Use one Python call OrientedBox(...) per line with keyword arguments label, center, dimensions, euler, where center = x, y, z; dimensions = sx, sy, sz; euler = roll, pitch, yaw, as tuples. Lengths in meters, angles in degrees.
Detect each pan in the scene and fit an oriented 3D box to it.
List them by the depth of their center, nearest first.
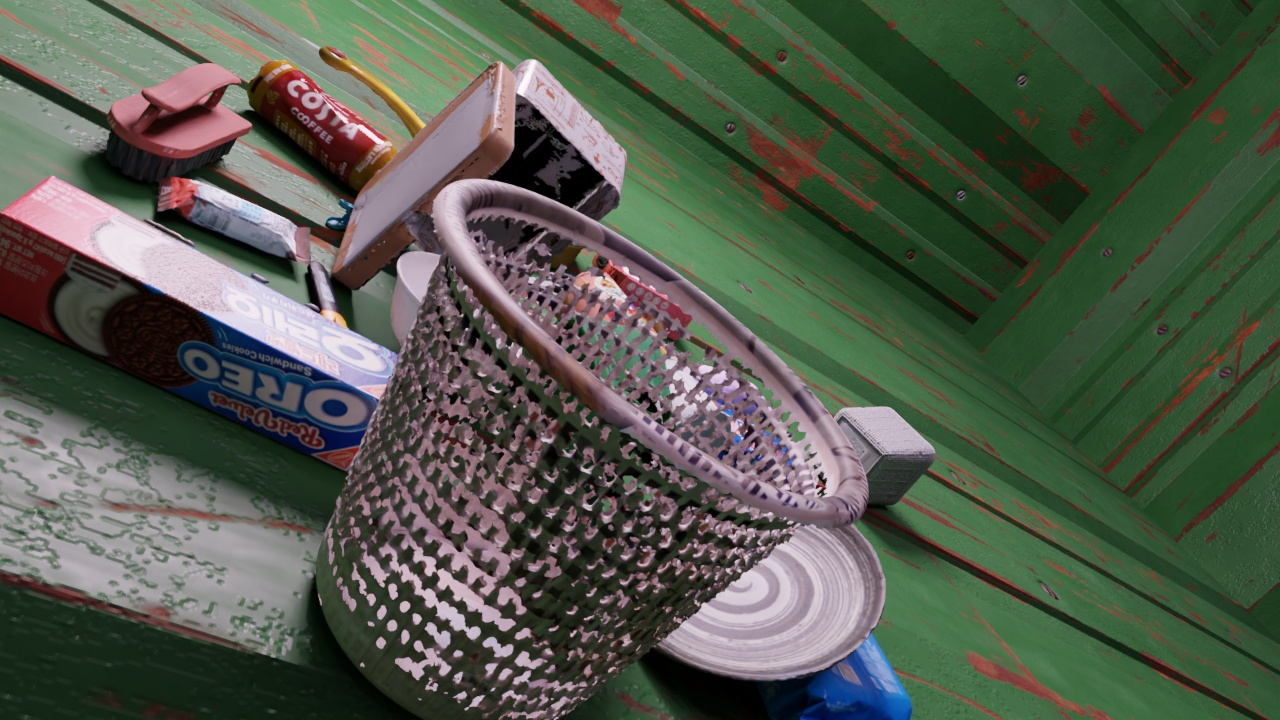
OrientedBox(label="pan", center=(-0.199, -0.220, 1.010), dimensions=(0.357, 0.078, 0.197), euler=(24, 22, -34))

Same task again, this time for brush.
OrientedBox(label="brush", center=(-0.336, -0.178, 0.669), dimensions=(0.063, 0.069, 0.145), euler=(31, 19, -14))

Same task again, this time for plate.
OrientedBox(label="plate", center=(0.065, 0.140, 0.593), dimensions=(0.179, 0.024, 0.179), euler=(1, 32, -1))

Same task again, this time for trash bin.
OrientedBox(label="trash bin", center=(-0.041, 0.058, 0.432), dimensions=(0.227, 0.192, 0.227), euler=(33, 18, -13))

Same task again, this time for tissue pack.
OrientedBox(label="tissue pack", center=(0.113, 0.196, 0.608), dimensions=(0.095, 0.052, 0.157), euler=(24, 22, -26))

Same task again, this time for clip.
OrientedBox(label="clip", center=(-0.244, -0.122, 0.782), dimensions=(0.015, 0.049, 0.056), euler=(38, 9, 10))

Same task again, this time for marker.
OrientedBox(label="marker", center=(-0.215, -0.037, 0.634), dimensions=(0.018, 0.015, 0.123), euler=(27, 19, -40))

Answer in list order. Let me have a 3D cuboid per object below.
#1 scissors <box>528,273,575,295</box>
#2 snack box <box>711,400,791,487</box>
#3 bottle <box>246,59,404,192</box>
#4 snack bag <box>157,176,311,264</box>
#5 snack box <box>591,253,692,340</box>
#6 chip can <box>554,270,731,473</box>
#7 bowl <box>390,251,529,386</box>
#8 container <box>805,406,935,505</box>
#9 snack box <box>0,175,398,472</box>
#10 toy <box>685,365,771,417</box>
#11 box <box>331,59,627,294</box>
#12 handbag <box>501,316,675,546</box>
OrientedBox(label="scissors", center=(-0.101, -0.078, 0.949), dimensions=(0.170, 0.014, 0.159), euler=(37, 19, 3))
OrientedBox(label="snack box", center=(0.089, 0.077, 0.895), dimensions=(0.157, 0.026, 0.084), euler=(31, 18, -17))
OrientedBox(label="bottle", center=(-0.284, -0.208, 0.858), dimensions=(0.175, 0.057, 0.057), euler=(38, 18, 5))
OrientedBox(label="snack bag", center=(-0.282, -0.099, 0.644), dimensions=(0.104, 0.026, 0.048), euler=(24, 29, -37))
OrientedBox(label="snack box", center=(-0.008, -0.092, 1.102), dimensions=(0.127, 0.044, 0.113), euler=(28, 21, -27))
OrientedBox(label="chip can", center=(-0.005, 0.005, 0.830), dimensions=(0.071, 0.071, 0.214), euler=(18, 25, -45))
OrientedBox(label="bowl", center=(-0.134, -0.017, 0.654), dimensions=(0.118, 0.065, 0.118), euler=(32, 19, -13))
OrientedBox(label="container", center=(0.255, 0.107, 1.031), dimensions=(0.114, 0.090, 0.090), euler=(7, 34, -51))
OrientedBox(label="snack box", center=(-0.229, -0.015, 0.489), dimensions=(0.207, 0.057, 0.058), euler=(30, 22, -21))
OrientedBox(label="toy", center=(0.089, 0.031, 0.991), dimensions=(0.108, 0.039, 0.084), euler=(20, 10, -31))
OrientedBox(label="box", center=(-0.122, -0.123, 0.739), dimensions=(0.157, 0.183, 0.192), euler=(40, 31, -27))
OrientedBox(label="handbag", center=(-0.031, 0.045, 0.592), dimensions=(0.068, 0.132, 0.120), euler=(11, 34, -35))
